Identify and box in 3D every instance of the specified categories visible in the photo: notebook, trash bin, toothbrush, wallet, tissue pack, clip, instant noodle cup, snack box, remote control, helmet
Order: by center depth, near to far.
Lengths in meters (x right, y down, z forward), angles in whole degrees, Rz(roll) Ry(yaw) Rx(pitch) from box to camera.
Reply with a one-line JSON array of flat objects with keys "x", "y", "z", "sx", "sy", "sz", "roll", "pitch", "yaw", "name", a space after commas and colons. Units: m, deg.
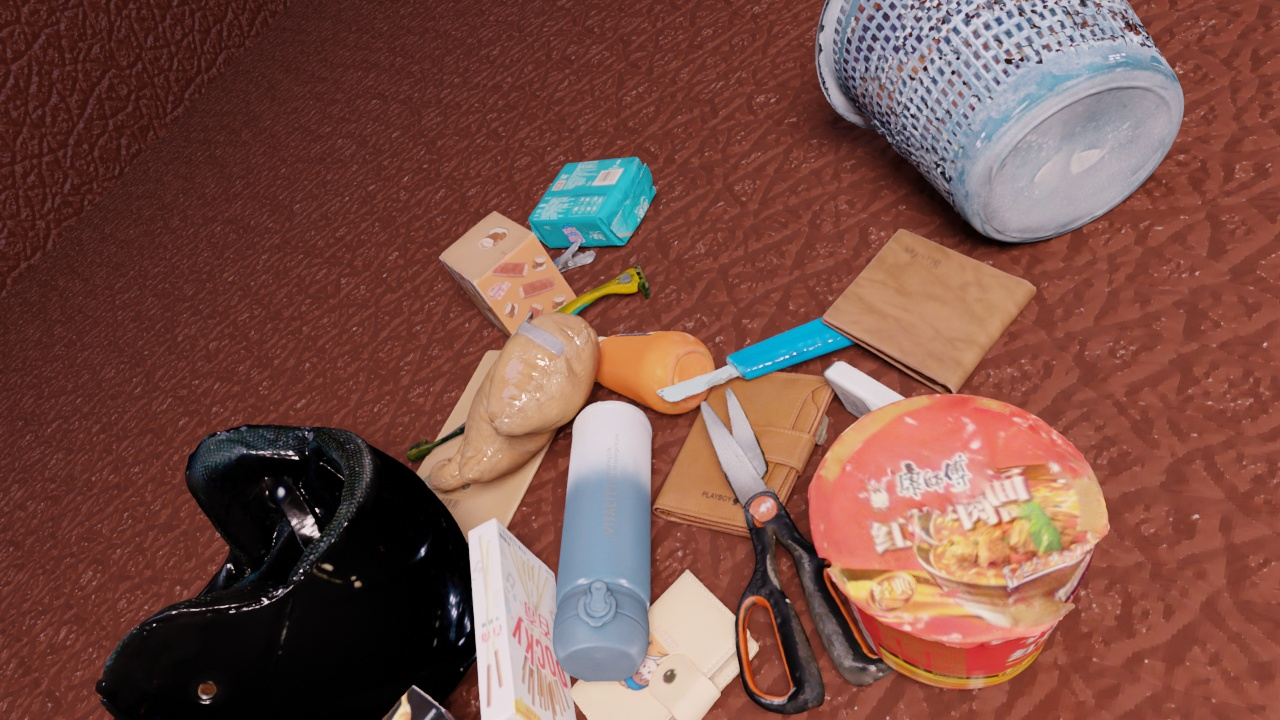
[{"x": 0.162, "y": 0.102, "z": 0.486, "sx": 0.138, "sy": 0.109, "sz": 0.137, "roll": -9, "pitch": 50, "yaw": 11, "name": "instant noodle cup"}, {"x": -0.122, "y": 0.274, "z": 0.539, "sx": 0.113, "sy": 0.125, "sz": 0.053, "roll": -50, "pitch": 40, "yaw": -15, "name": "snack box"}, {"x": 0.015, "y": 0.200, "z": 0.590, "sx": 0.115, "sy": 0.024, "sz": 0.087, "roll": -43, "pitch": 40, "yaw": -8, "name": "wallet"}, {"x": 0.173, "y": 0.042, "z": 0.603, "sx": 0.024, "sy": 0.049, "sz": 0.125, "roll": -45, "pitch": 39, "yaw": -4, "name": "remote control"}, {"x": -0.080, "y": 0.190, "z": 0.623, "sx": 0.027, "sy": 0.085, "sz": 0.156, "roll": -28, "pitch": 40, "yaw": 8, "name": "snack box"}, {"x": -0.241, "y": 0.184, "z": 0.643, "sx": 0.275, "sy": 0.230, "sz": 0.233, "roll": -48, "pitch": 25, "yaw": 15, "name": "helmet"}, {"x": 0.205, "y": -0.039, "z": 0.661, "sx": 0.115, "sy": 0.020, "sz": 0.101, "roll": 33, "pitch": 74, "yaw": 33, "name": "wallet"}, {"x": 0.266, "y": -0.201, "z": 0.664, "sx": 0.227, "sy": 0.226, "sz": 0.194, "roll": -27, "pitch": 53, "yaw": 14, "name": "trash bin"}, {"x": 0.077, "y": 0.065, "z": 0.671, "sx": 0.108, "sy": 0.031, "sz": 0.131, "roll": 5, "pitch": 56, "yaw": 43, "name": "wallet"}, {"x": -0.137, "y": 0.073, "z": 0.845, "sx": 0.148, "sy": 0.008, "sz": 0.207, "roll": 0, "pitch": 51, "yaw": 38, "name": "notebook"}, {"x": -0.141, "y": 0.048, "z": 0.856, "sx": 0.186, "sy": 0.012, "sz": 0.017, "roll": -28, "pitch": 28, "yaw": 12, "name": "toothbrush"}, {"x": -0.132, "y": -0.083, "z": 0.923, "sx": 0.077, "sy": 0.094, "sz": 0.093, "roll": -42, "pitch": 38, "yaw": -11, "name": "snack box"}, {"x": -0.075, "y": -0.106, "z": 0.969, "sx": 0.056, "sy": 0.026, "sz": 0.024, "roll": -28, "pitch": 35, "yaw": 33, "name": "clip"}, {"x": -0.053, "y": -0.167, "z": 0.984, "sx": 0.134, "sy": 0.050, "sz": 0.093, "roll": 7, "pitch": 58, "yaw": 42, "name": "tissue pack"}]

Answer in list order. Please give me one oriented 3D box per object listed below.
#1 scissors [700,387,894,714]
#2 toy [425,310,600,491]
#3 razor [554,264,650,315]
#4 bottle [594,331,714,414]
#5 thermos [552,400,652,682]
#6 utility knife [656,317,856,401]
[{"x": 0.072, "y": 0.115, "z": 0.590, "sx": 0.161, "sy": 0.022, "sz": 0.234, "roll": -45, "pitch": 52, "yaw": -8, "name": "scissors"}, {"x": -0.108, "y": 0.044, "z": 0.770, "sx": 0.143, "sy": 0.082, "sz": 0.227, "roll": -44, "pitch": -2, "yaw": -43, "name": "toy"}, {"x": -0.053, "y": -0.049, "z": 0.882, "sx": 0.132, "sy": 0.028, "sz": 0.043, "roll": -30, "pitch": 43, "yaw": 7, "name": "razor"}, {"x": -0.005, "y": 0.005, "z": 0.773, "sx": 0.150, "sy": 0.067, "sz": 0.066, "roll": 10, "pitch": 58, "yaw": 52, "name": "bottle"}, {"x": -0.023, "y": 0.120, "z": 0.643, "sx": 0.070, "sy": 0.070, "sz": 0.220, "roll": -24, "pitch": 33, "yaw": 17, "name": "thermos"}, {"x": 0.109, "y": -0.008, "z": 0.692, "sx": 0.203, "sy": 0.018, "sz": 0.034, "roll": -20, "pitch": 45, "yaw": 1, "name": "utility knife"}]
